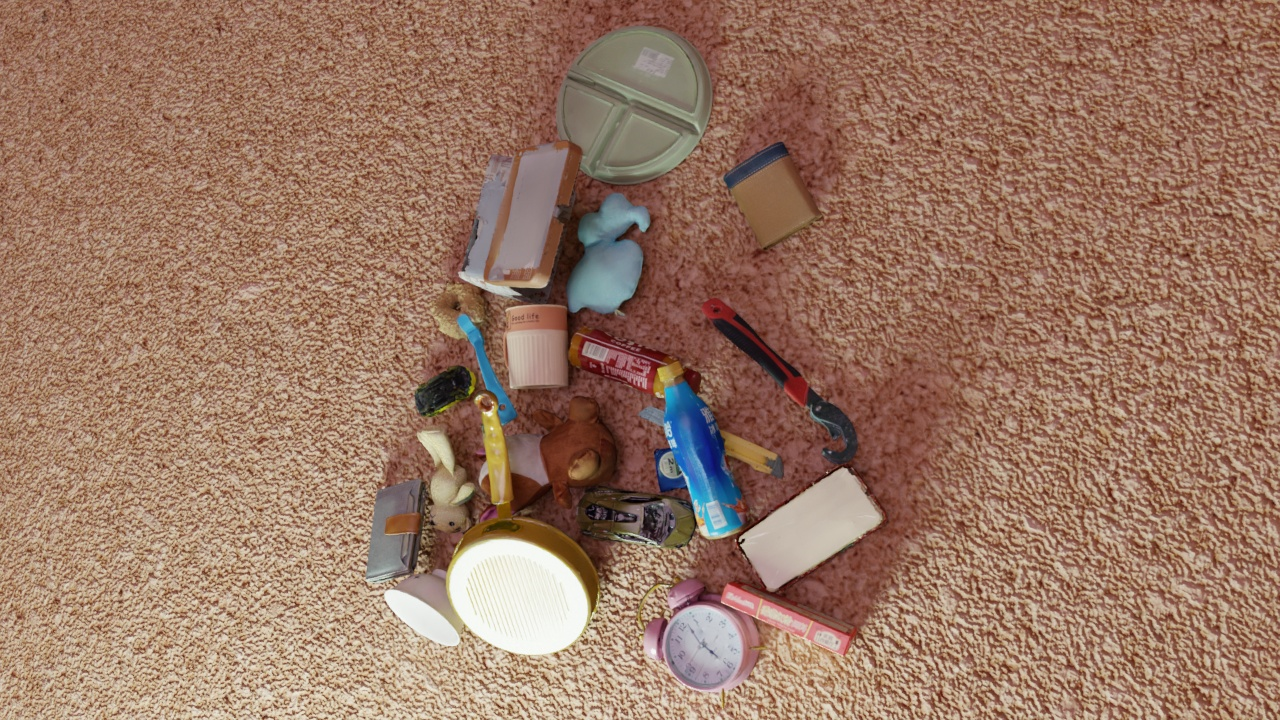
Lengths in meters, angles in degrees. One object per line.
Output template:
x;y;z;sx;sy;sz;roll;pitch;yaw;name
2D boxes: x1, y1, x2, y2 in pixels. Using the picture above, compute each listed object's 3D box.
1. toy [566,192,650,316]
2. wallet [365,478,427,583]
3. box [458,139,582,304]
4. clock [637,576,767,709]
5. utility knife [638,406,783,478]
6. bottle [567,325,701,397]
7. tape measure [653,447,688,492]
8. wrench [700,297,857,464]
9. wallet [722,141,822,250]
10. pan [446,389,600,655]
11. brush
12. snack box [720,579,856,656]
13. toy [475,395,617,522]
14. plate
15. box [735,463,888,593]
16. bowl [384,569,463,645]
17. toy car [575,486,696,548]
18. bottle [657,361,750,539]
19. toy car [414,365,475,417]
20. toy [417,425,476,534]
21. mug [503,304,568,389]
-0.044;-0.135;1.229;0.161;0.049;0.156;-34;67;14;toy
-0.337;0.232;1.258;0.107;0.037;0.129;-22;56;38;wallet
-0.150;-0.175;1.178;0.134;0.271;0.179;15;86;-10;box
0.068;0.335;1.122;0.158;0.059;0.117;34;94;22;clock
0.090;0.100;1.173;0.205;0.021;0.031;21;84;25;utility knife
-0.007;0.007;1.193;0.175;0.057;0.057;20;89;20;bottle
0.046;0.138;1.175;0.054;0.025;0.058;-11;83;15;tape measure
0.173;0.018;1.145;0.056;0.016;0.273;-33;68;-20;wrench
0.169;-0.211;1.177;0.090;0.033;0.115;-30;75;16;wallet
-0.162;0.209;1.145;0.198;0.078;0.358;-5;114;15;pan
-0.222;-0.015;1.249;0.083;0.046;0.254;-33;56;5;brush
0.175;0.300;1.081;0.153;0.075;0.025;19;88;20;snack box
-0.133;0.132;1.191;0.200;0.130;0.140;-23;47;25;toy
-0.014;-0.355;1.262;0.230;0.027;0.230;-2;82;18;plate
0.202;0.201;1.085;0.168;0.076;0.091;-37;72;12;box
-0.276;0.321;1.233;0.118;0.118;0.064;18;50;20;bowl
-0.007;0.201;1.177;0.158;0.042;0.070;3;84;17;toy car
0.070;0.107;1.126;0.065;0.065;0.218;-20;90;15;bottle
-0.275;0.044;1.296;0.105;0.032;0.048;-28;75;25;toy car
-0.268;0.162;1.245;0.105;0.066;0.157;-1;105;45;toy
-0.148;-0.016;1.239;0.115;0.081;0.106;-8;83;47;mug
